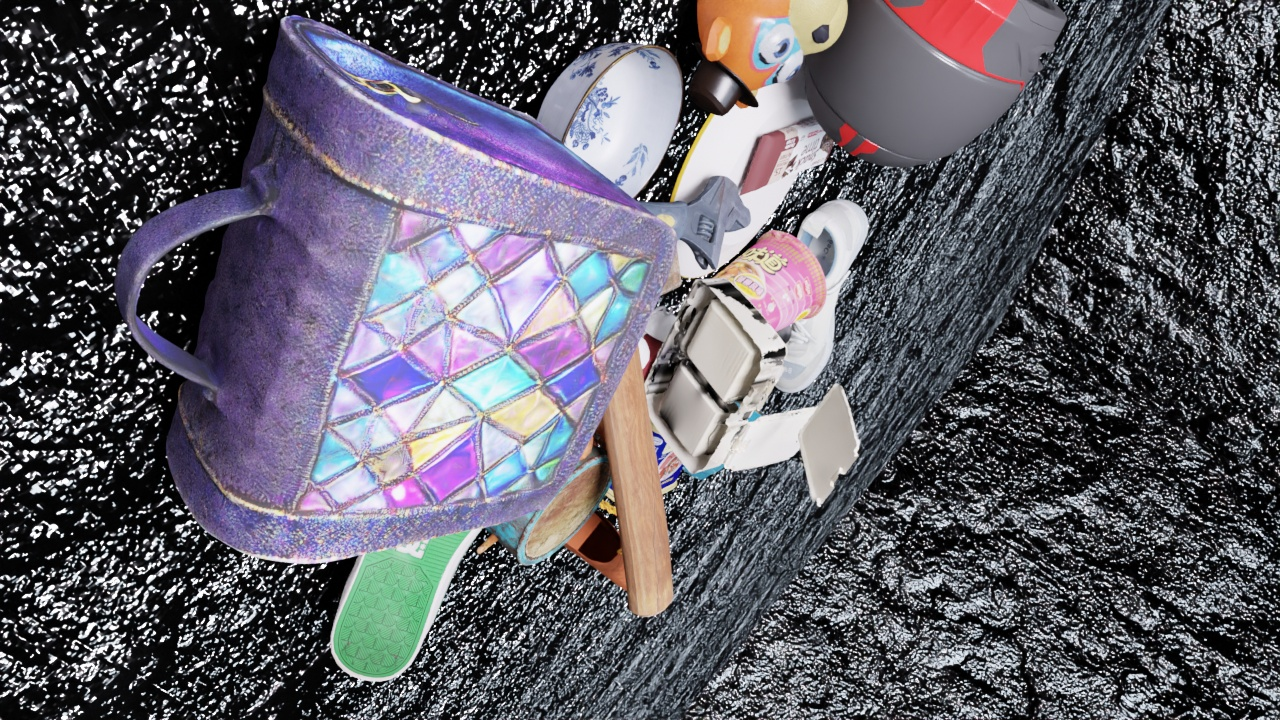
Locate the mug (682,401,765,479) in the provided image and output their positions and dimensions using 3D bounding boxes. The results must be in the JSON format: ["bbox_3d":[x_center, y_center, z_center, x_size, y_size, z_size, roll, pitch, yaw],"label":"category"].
[{"bbox_3d":[0.082,0.083,1.030,0.104,0.084,0.112,-50,-158,8],"label":"mug"}]

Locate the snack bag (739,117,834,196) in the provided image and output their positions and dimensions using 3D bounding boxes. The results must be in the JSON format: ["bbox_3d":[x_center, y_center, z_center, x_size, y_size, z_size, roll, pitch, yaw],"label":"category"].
[{"bbox_3d":[0.138,-0.185,0.806,0.157,0.013,0.057,-29,149,-47],"label":"snack bag"}]

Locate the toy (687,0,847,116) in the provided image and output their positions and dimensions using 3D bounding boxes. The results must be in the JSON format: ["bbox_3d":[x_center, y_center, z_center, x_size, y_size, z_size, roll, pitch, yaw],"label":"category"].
[{"bbox_3d":[0.089,-0.242,0.600,0.176,0.096,0.112,-47,160,11],"label":"toy"}]

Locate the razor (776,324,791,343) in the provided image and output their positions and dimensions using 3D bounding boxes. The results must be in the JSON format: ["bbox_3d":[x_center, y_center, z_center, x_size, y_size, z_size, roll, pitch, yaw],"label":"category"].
[{"bbox_3d":[0.104,-0.031,0.958,0.151,0.067,0.054,-21,153,-41],"label":"razor"}]

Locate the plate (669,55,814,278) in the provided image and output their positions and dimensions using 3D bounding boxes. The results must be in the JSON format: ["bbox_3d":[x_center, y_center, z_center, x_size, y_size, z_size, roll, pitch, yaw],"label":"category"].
[{"bbox_3d":[0.101,-0.168,0.807,0.229,0.021,0.230,-43,156,-26],"label":"plate"}]

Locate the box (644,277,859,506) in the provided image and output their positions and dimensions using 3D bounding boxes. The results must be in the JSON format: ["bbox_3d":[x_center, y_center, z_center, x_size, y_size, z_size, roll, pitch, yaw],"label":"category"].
[{"bbox_3d":[0.108,0.040,0.739,0.106,0.193,0.144,-10,141,-36],"label":"box"}]

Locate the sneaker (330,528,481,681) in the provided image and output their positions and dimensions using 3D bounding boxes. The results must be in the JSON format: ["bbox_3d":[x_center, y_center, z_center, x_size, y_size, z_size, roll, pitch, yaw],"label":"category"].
[{"bbox_3d":[-0.147,0.102,0.650,0.235,0.084,0.079,-63,-167,0],"label":"sneaker"}]

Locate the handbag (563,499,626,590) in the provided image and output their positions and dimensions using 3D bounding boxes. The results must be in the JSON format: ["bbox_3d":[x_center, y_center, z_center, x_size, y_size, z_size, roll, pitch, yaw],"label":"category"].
[{"bbox_3d":[-0.041,0.169,0.892,0.060,0.109,0.172,-50,158,-11],"label":"handbag"}]

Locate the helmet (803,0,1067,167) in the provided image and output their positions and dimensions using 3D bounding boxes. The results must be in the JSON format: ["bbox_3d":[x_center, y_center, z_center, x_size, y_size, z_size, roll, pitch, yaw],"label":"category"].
[{"bbox_3d":[0.210,-0.237,0.712,0.170,0.164,0.263,-54,-178,34],"label":"helmet"}]

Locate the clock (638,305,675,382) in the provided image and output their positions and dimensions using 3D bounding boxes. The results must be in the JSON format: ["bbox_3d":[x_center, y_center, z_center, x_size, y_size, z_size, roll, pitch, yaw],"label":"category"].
[{"bbox_3d":[-0.005,0.004,0.813,0.086,0.044,0.125,-33,150,-42],"label":"clock"}]

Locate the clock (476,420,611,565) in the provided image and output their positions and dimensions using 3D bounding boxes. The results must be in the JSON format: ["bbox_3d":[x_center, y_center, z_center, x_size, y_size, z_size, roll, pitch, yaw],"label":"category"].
[{"bbox_3d":[-0.074,0.087,0.755,0.158,0.073,0.121,-55,160,11],"label":"clock"}]

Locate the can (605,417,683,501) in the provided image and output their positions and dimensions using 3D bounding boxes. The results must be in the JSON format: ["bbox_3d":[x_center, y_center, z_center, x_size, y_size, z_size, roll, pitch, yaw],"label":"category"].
[{"bbox_3d":[0.013,0.091,0.961,0.116,0.056,0.092,-14,134,-58],"label":"can"}]

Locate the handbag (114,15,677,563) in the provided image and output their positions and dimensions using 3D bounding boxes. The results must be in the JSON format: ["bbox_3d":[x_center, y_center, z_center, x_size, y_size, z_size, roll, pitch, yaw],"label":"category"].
[{"bbox_3d":[-0.116,-0.027,0.423,0.221,0.125,0.205,3,121,-44],"label":"handbag"}]

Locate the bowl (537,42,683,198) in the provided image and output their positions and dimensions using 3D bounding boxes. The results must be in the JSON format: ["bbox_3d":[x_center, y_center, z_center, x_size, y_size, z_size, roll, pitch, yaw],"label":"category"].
[{"bbox_3d":[-0.027,-0.143,0.552,0.114,0.045,0.114,-43,156,-25],"label":"bowl"}]

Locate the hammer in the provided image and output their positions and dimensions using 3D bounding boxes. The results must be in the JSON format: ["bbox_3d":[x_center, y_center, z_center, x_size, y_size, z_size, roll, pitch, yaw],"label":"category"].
[{"bbox_3d":[-0.013,0.066,0.709,0.157,0.037,0.301,-29,117,-47],"label":"hammer"}]

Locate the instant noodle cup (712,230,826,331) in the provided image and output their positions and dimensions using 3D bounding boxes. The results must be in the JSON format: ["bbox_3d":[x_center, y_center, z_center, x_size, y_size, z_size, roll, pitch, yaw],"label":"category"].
[{"bbox_3d":[0.110,-0.060,0.898,0.108,0.098,0.098,-32,150,-29],"label":"instant noodle cup"}]

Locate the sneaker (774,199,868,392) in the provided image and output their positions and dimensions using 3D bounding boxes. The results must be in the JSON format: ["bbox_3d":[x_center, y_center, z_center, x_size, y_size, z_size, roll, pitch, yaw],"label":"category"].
[{"bbox_3d":[0.180,-0.065,1.044,0.090,0.089,0.243,-23,136,-46],"label":"sneaker"}]

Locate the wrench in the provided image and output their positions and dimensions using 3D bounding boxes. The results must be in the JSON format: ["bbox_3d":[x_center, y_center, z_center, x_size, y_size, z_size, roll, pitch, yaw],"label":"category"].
[{"bbox_3d":[0.003,-0.100,0.658,0.272,0.022,0.073,-9,100,-49],"label":"wrench"}]
